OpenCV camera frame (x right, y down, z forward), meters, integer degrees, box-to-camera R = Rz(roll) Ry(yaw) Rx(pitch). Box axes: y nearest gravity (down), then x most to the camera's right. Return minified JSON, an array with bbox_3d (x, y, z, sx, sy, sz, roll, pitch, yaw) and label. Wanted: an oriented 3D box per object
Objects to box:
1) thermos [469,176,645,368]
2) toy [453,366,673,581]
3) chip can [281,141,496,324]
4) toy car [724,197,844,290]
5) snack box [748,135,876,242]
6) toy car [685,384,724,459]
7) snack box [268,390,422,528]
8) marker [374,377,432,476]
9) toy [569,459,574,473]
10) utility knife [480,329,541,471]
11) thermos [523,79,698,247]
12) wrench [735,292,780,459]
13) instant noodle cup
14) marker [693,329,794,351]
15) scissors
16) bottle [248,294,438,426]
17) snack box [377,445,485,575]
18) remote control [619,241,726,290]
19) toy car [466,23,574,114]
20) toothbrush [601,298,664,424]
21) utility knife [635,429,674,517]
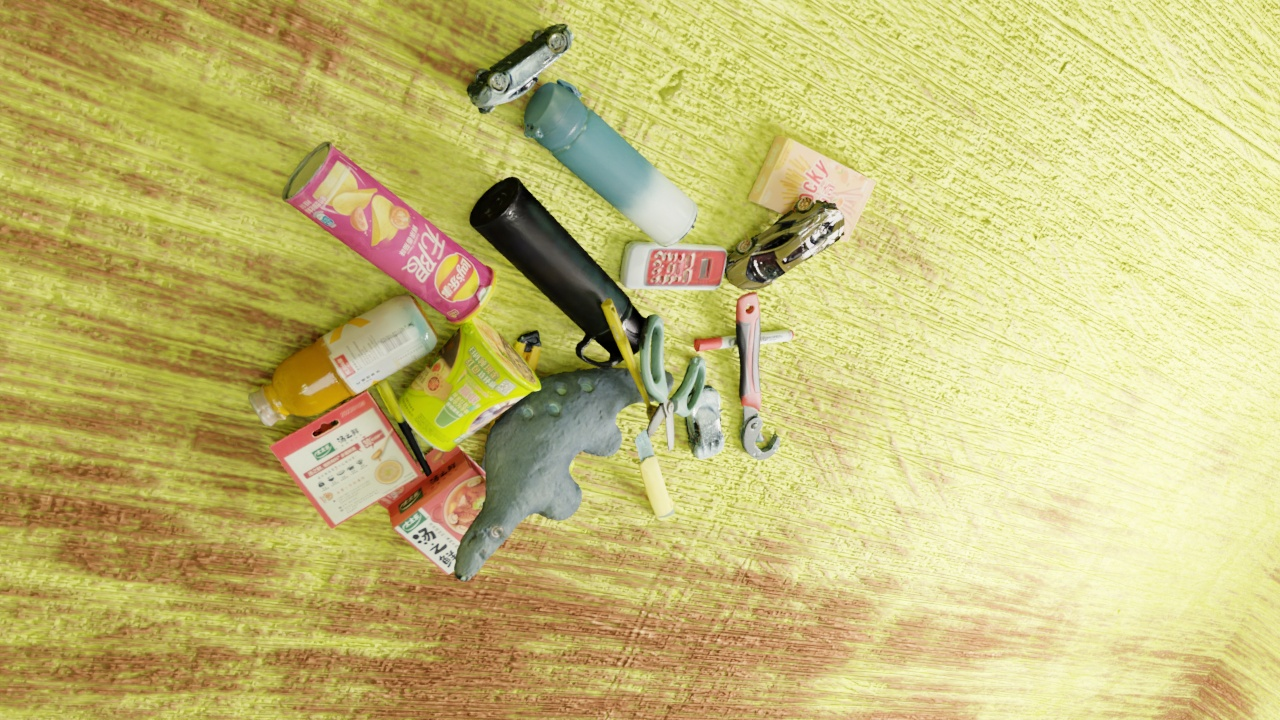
[{"bbox_3d":[-0.085,-0.083,0.995,0.242,0.068,0.089,46,69,-36],"label":"thermos"},{"bbox_3d":[-0.099,0.094,1.043,0.355,0.091,0.138,-46,119,-25],"label":"toy"},{"bbox_3d":[-0.241,-0.120,0.897,0.071,0.071,0.210,-50,125,1],"label":"chip can"},{"bbox_3d":[0.175,-0.137,1.114,0.158,0.042,0.070,-33,134,13],"label":"toy car"},{"bbox_3d":[0.212,-0.209,1.127,0.157,0.026,0.084,16,105,-33],"label":"snack box"},{"bbox_3d":[0.084,0.081,1.194,0.048,0.031,0.106,-21,120,-20],"label":"toy car"},{"bbox_3d":[-0.315,0.098,0.978,0.113,0.044,0.127,-31,125,-12],"label":"snack box"},{"bbox_3d":[-0.257,0.075,1.001,0.015,0.018,0.124,-28,112,-16],"label":"marker"},{"bbox_3d":[-0.122,0.129,1.103,0.100,0.031,0.097,14,96,-38],"label":"toy"},{"bbox_3d":[-0.155,0.064,1.066,0.033,0.015,0.216,10,109,-30],"label":"utility knife"},{"bbox_3d":[-0.030,-0.207,0.974,0.220,0.070,0.070,36,93,-36],"label":"thermos"},{"bbox_3d":[0.147,0.028,1.197,0.056,0.016,0.274,-23,128,-15],"label":"wrench"},{"bbox_3d":[-0.189,0.030,0.981,0.123,0.111,0.111,-42,126,4],"label":"instant noodle cup"},{"bbox_3d":[0.134,-0.026,1.178,0.145,0.017,0.017,-7,116,-25],"label":"marker"},{"bbox_3d":[0.037,0.012,1.085,0.170,0.019,0.170,-50,137,-49],"label":"scissors"},{"bbox_3d":[-0.299,0.003,0.925,0.189,0.068,0.068,-31,124,-12],"label":"bottle"},{"bbox_3d":[-0.221,0.170,1.057,0.113,0.044,0.127,-38,126,-1],"label":"snack box"},{"bbox_3d":[0.040,-0.111,1.085,0.135,0.020,0.056,-1,114,-28],"label":"remote control"},{"bbox_3d":[-0.116,-0.286,0.896,0.120,0.054,0.037,-40,123,-7],"label":"toy car"},{"bbox_3d":[-0.006,0.006,1.042,0.015,0.017,0.190,-49,136,-29],"label":"toothbrush"},{"bbox_3d":[0.018,0.150,1.168,0.031,0.021,0.205,-28,146,-10],"label":"utility knife"}]
